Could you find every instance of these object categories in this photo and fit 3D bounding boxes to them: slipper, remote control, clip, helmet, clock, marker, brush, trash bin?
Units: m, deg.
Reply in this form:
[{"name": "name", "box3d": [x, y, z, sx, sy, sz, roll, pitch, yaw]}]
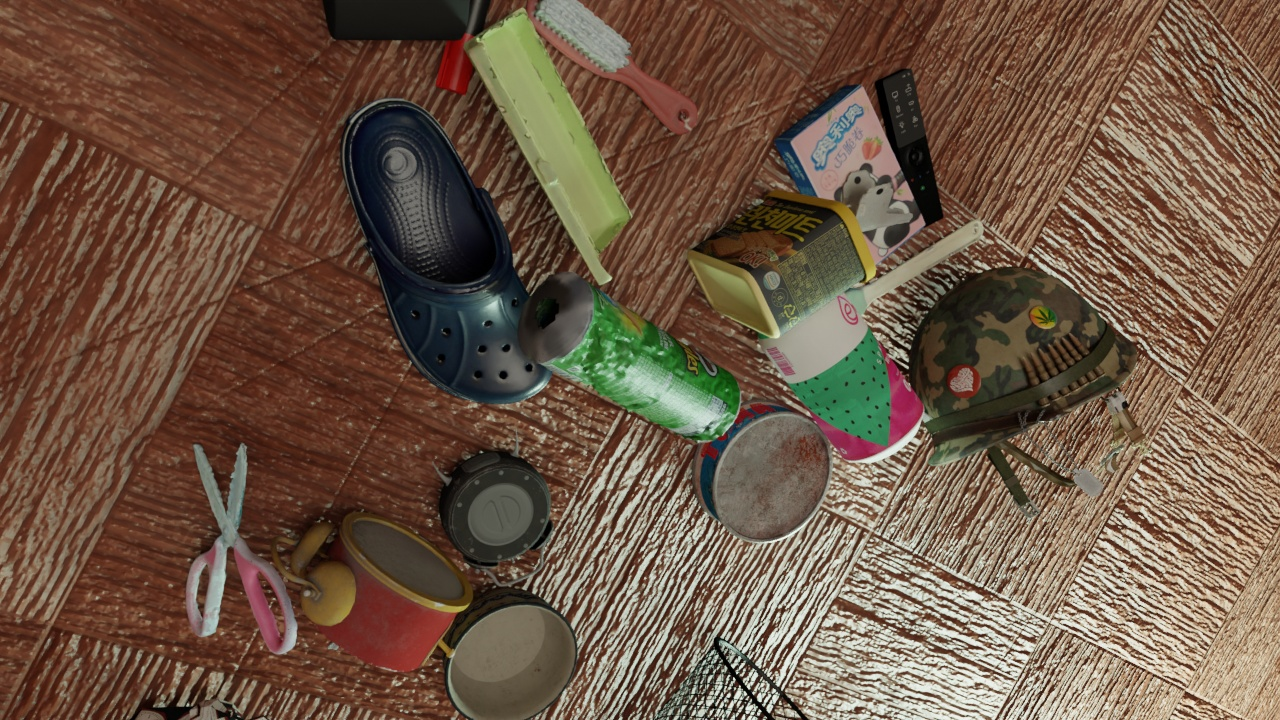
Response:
[{"name": "slipper", "box3d": [-0.145, -0.069, 0.682, 0.105, 0.095, 0.253, -30, 111, -17]}, {"name": "remote control", "box3d": [0.256, -0.198, 0.869, 0.034, 0.013, 0.150, -27, 113, -15]}, {"name": "clip", "box3d": [0.202, -0.137, 0.815, 0.101, 0.041, 0.054, -15, 123, -19]}, {"name": "helmet", "box3d": [0.362, 0.035, 0.875, 0.236, 0.193, 0.223, 44, 69, -1]}, {"name": "clock", "box3d": [-0.121, 0.126, 0.771, 0.091, 0.044, 0.123, -21, 111, -18]}, {"name": "clock", "box3d": [-0.213, 0.178, 0.703, 0.158, 0.117, 0.081, 34, 92, -35]}, {"name": "marker", "box3d": [-0.121, -0.271, 0.676, 0.023, 0.021, 0.145, 17, 97, 3]}, {"name": "brush", "box3d": [-0.015, -0.236, 0.728, 0.172, 0.030, 0.041, 31, 90, -28]}, {"name": "clock", "box3d": [-0.342, 0.314, 0.709, 0.154, 0.065, 0.115, -20, 111, -2]}, {"name": "brush", "box3d": [0.257, -0.085, 0.903, 0.217, 0.012, 0.033, -29, 114, -16]}, {"name": "trash bin", "box3d": [0.062, 0.404, 0.862, 0.210, 0.184, 0.184, -45, 117, -1]}]

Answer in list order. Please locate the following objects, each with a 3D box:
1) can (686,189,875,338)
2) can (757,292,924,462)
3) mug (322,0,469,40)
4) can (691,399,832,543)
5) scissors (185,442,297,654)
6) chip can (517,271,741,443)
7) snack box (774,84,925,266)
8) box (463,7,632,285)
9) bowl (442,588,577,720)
[{"name": "can", "box3d": [0.114, -0.083, 0.772, 0.101, 0.131, 0.072, -34, 115, -10]}, {"name": "can", "box3d": [0.179, 0.009, 0.833, 0.088, 0.088, 0.166, -40, 101, -10]}, {"name": "mug", "box3d": [-0.172, -0.276, 0.627, 0.087, 0.078, 0.113, -8, 80, -22]}, {"name": "can", "box3d": [0.116, 0.105, 0.872, 0.129, 0.044, 0.130, -6, 107, -23]}, {"name": "scissors", "box3d": [-0.305, 0.145, 0.671, 0.014, 0.168, 0.170, -11, 68, -54]}, {"name": "chip can", "box3d": [-0.004, 0.004, 0.733, 0.223, 0.075, 0.075, 31, 90, -49]}, {"name": "snack box", "box3d": [0.193, -0.162, 0.840, 0.088, 0.033, 0.154, -38, 116, -10]}, {"name": "box", "box3d": [-0.070, -0.156, 0.682, 0.048, 0.140, 0.188, -22, 117, 16]}, {"name": "bowl", "box3d": [-0.119, 0.250, 0.797, 0.115, 0.059, 0.115, -6, 107, -23]}]
